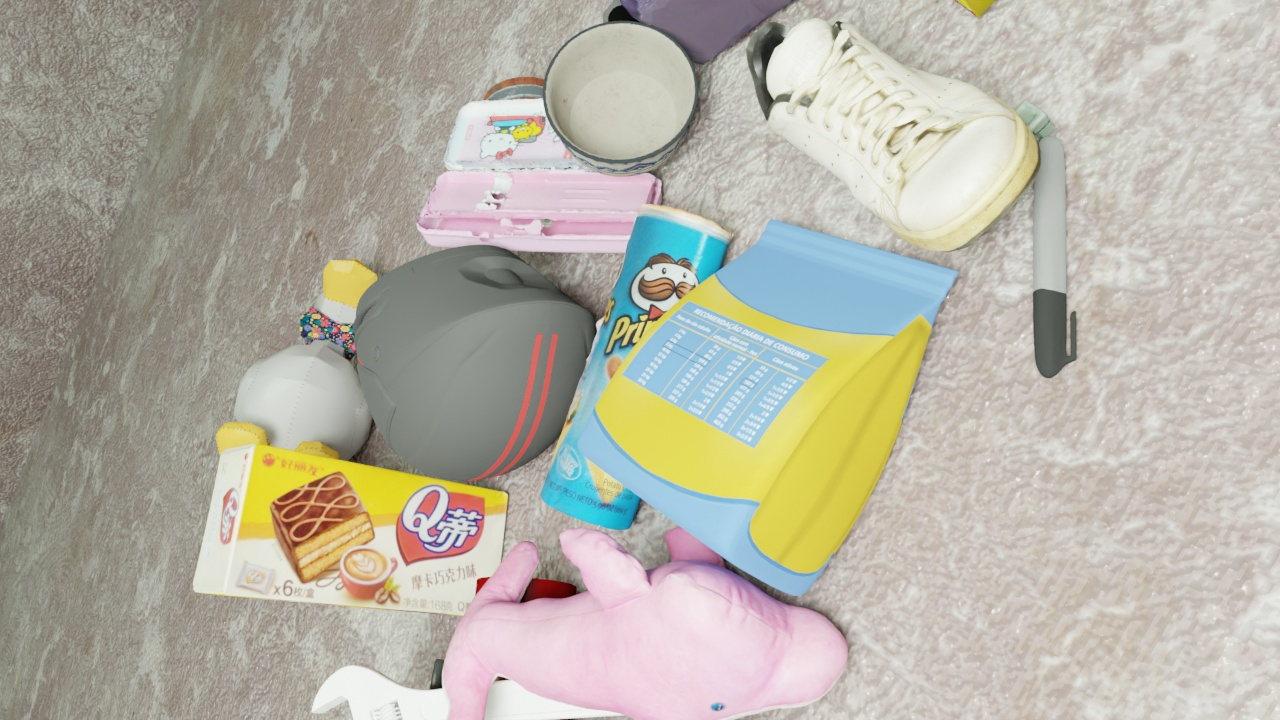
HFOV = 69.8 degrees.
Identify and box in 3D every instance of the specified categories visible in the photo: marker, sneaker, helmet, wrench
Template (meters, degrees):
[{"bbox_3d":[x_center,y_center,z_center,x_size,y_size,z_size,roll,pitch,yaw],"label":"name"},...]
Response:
[{"bbox_3d":[0.222,-0.057,0.491,0.022,0.016,0.138,3,75,16],"label":"marker"},{"bbox_3d":[0.128,-0.148,0.525,0.089,0.102,0.241,-48,30,12],"label":"sneaker"},{"bbox_3d":[-0.135,0.011,0.741,0.266,0.164,0.169,-35,63,48],"label":"helmet"},{"bbox_3d":[-0.096,0.230,0.619,0.273,0.018,0.066,-9,65,11],"label":"wrench"}]

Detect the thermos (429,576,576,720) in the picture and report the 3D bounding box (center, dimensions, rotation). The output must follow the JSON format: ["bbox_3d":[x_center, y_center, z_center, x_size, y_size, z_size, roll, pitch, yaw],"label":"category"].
[{"bbox_3d":[-0.104,0.262,0.664,0.108,0.084,0.198,-1,70,11],"label":"thermos"}]

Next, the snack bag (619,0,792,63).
[{"bbox_3d":[0.084,-0.298,0.668,0.206,0.096,0.058,-26,57,40],"label":"snack bag"}]

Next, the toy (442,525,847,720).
[{"bbox_3d":[-0.014,0.157,0.552,0.266,0.128,0.186,-8,42,26],"label":"toy"}]

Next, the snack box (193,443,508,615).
[{"bbox_3d":[-0.220,0.141,0.734,0.062,0.230,0.110,-12,67,45],"label":"snack box"}]

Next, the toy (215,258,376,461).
[{"bbox_3d":[-0.359,0.034,1.007,0.267,0.141,0.247,-89,20,-55],"label":"toy"}]

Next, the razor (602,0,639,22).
[{"bbox_3d":[-0.007,-0.277,0.794,0.057,0.060,0.156,-34,32,19],"label":"razor"}]

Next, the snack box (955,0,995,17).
[{"bbox_3d":[0.231,-0.312,0.553,0.181,0.045,0.121,-48,44,21],"label":"snack box"}]

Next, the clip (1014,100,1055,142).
[{"bbox_3d":[0.201,-0.112,0.525,0.074,0.035,0.023,-48,44,17],"label":"clip"}]

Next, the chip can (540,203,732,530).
[{"bbox_3d":[-0.004,0.004,0.669,0.080,0.079,0.229,20,91,49],"label":"chip can"}]

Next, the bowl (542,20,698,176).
[{"bbox_3d":[-0.014,-0.193,0.707,0.115,0.059,0.115,-1,77,2],"label":"bowl"}]

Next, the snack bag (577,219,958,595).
[{"bbox_3d":[0.079,0.013,0.565,0.159,0.102,0.205,28,84,49],"label":"snack bag"}]

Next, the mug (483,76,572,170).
[{"bbox_3d":[-0.087,-0.196,0.839,0.118,0.081,0.111,-16,67,23],"label":"mug"}]

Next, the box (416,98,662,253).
[{"bbox_3d":[-0.076,-0.154,0.768,0.201,0.045,0.154,4,58,16],"label":"box"}]
